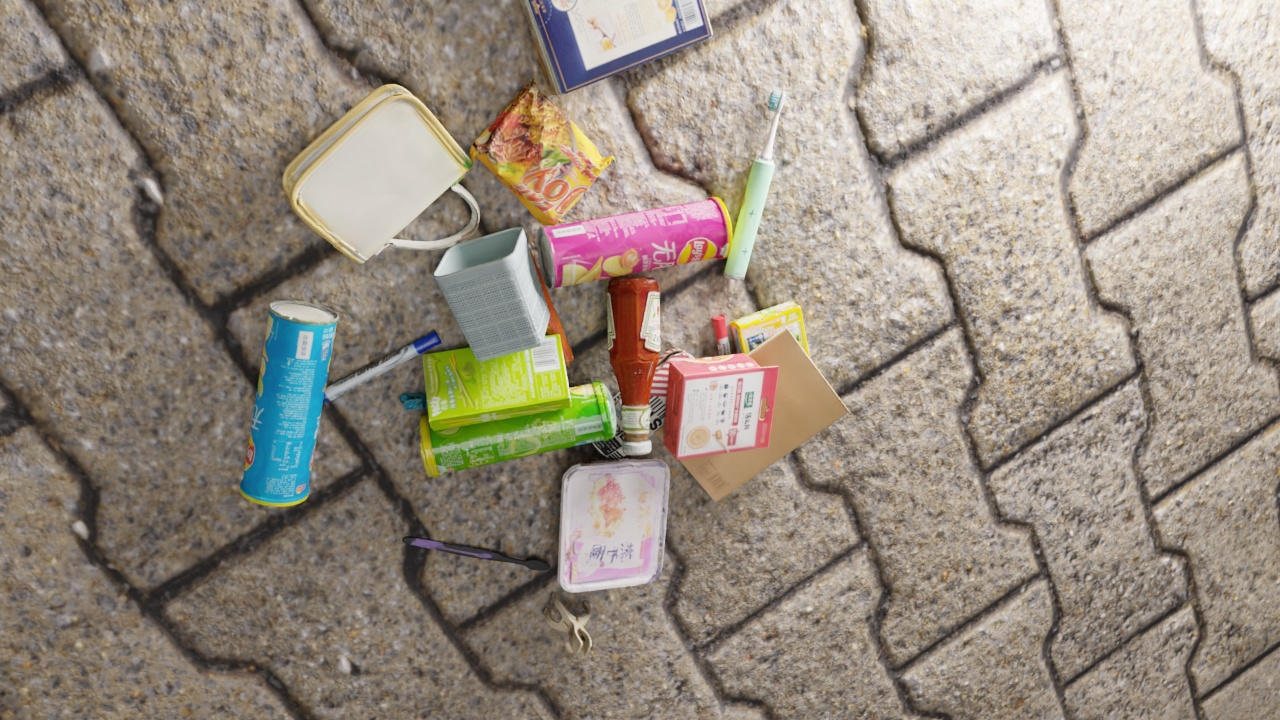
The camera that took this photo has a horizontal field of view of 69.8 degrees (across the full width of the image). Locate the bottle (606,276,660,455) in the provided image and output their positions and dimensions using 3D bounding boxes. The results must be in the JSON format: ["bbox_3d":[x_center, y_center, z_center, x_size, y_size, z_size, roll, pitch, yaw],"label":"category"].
[{"bbox_3d":[-0.006,0.006,1.064,0.059,0.060,0.206,-3,94,-18],"label":"bottle"}]

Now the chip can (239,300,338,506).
[{"bbox_3d":[-0.373,0.046,0.974,0.071,0.071,0.210,9,105,-22],"label":"chip can"}]

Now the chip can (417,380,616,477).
[{"bbox_3d":[-0.138,0.077,1.049,0.221,0.072,0.073,-11,112,-7],"label":"chip can"}]

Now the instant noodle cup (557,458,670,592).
[{"bbox_3d":[-0.039,0.196,1.147,0.138,0.060,0.174,-2,111,-18],"label":"instant noodle cup"}]

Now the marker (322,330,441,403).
[{"bbox_3d":[-0.289,0.008,1.018,0.145,0.017,0.017,-28,115,-7],"label":"marker"}]

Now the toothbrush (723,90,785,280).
[{"bbox_3d":[0.137,-0.203,1.081,0.027,0.026,0.225,14,105,0],"label":"toothbrush"}]

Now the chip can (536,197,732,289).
[{"bbox_3d":[-0.007,-0.132,1.030,0.210,0.071,0.071,-12,112,-16],"label":"chip can"}]

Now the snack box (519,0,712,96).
[{"bbox_3d":[-0.036,-0.391,0.943,0.182,0.046,0.178,-24,115,-9],"label":"snack box"}]

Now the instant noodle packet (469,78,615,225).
[{"bbox_3d":[-0.105,-0.217,0.985,0.111,0.044,0.128,-46,117,6],"label":"instant noodle packet"}]

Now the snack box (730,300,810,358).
[{"bbox_3d":[0.171,0.003,1.164,0.087,0.033,0.140,-20,116,-11],"label":"snack box"}]

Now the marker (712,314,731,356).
[{"bbox_3d":[0.110,0.012,1.155,0.017,0.017,0.145,-17,114,-12],"label":"marker"}]

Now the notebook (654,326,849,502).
[{"bbox_3d":[0.138,0.074,1.158,0.212,0.012,0.149,-36,112,10],"label":"notebook"}]

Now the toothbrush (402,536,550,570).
[{"bbox_3d":[-0.201,0.238,1.136,0.189,0.017,0.014,16,92,-20],"label":"toothbrush"}]

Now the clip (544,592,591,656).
[{"bbox_3d":[-0.096,0.332,1.165,0.094,0.102,0.035,29,100,0],"label":"clip"}]

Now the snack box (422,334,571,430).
[{"bbox_3d":[-0.160,0.023,1.021,0.156,0.085,0.026,-10,152,-6],"label":"snack box"}]

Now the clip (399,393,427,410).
[{"bbox_3d":[-0.245,0.046,1.046,0.056,0.049,0.015,0,108,-25],"label":"clip"}]

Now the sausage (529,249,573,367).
[{"bbox_3d":[-0.111,-0.062,1.050,0.021,0.021,0.165,-25,115,-9],"label":"sausage"}]

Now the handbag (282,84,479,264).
[{"bbox_3d":[-0.254,-0.174,0.949,0.163,0.063,0.179,-42,131,0],"label":"handbag"}]

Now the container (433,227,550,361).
[{"bbox_3d":[-0.153,-0.069,0.988,0.090,0.090,0.111,-15,118,10],"label":"container"}]

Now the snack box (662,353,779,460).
[{"bbox_3d":[0.096,0.054,1.105,0.127,0.044,0.113,-5,115,-21],"label":"snack box"}]

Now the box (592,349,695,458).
[{"bbox_3d":[0.009,0.055,1.114,0.164,0.060,0.072,-44,95,2],"label":"box"}]
